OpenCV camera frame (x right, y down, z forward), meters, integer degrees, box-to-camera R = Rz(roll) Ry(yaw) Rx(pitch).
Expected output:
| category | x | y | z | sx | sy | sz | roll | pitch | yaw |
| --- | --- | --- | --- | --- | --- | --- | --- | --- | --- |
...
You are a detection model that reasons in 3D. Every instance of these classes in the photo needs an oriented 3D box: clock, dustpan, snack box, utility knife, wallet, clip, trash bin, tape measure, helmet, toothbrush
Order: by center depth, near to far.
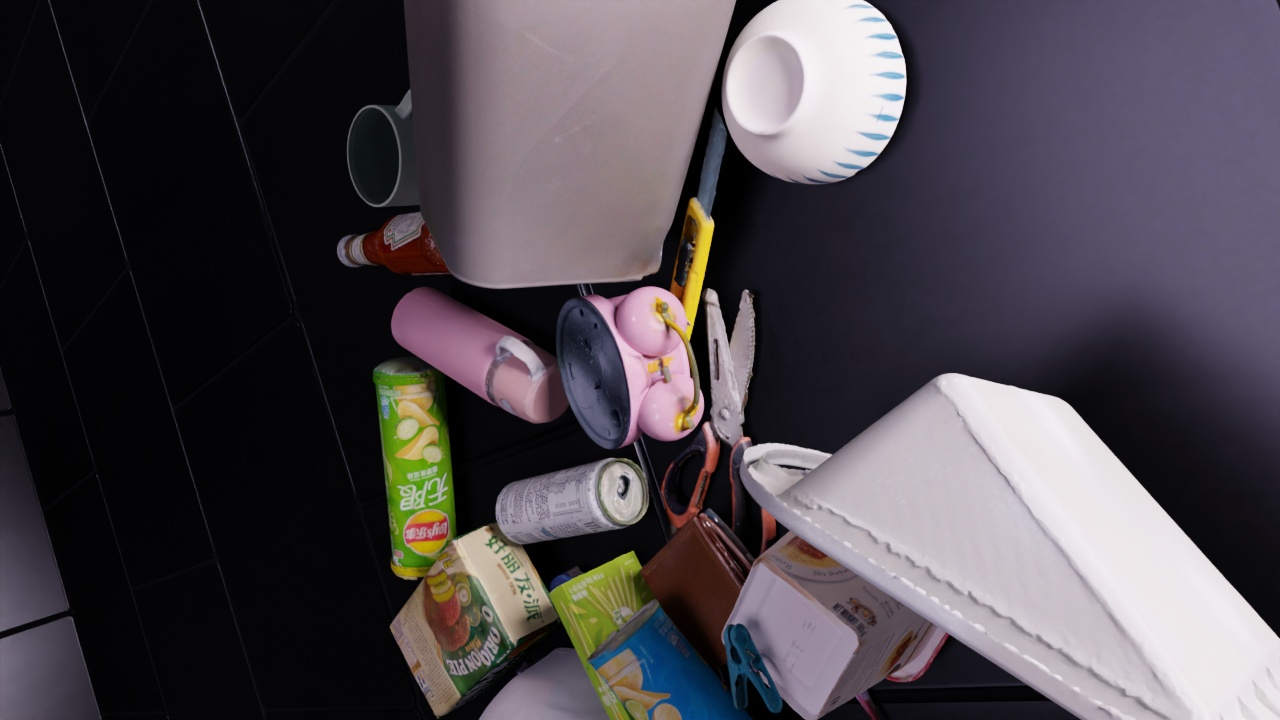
| category | x | y | z | sx | sy | sz | roll | pitch | yaw |
| --- | --- | --- | --- | --- | --- | --- | --- | --- | --- |
| dustpan | 0.177 | 0.108 | 0.455 | 0.143 | 0.222 | 0.257 | -45 | 58 | 28 |
| clip | 0.063 | 0.182 | 0.543 | 0.034 | 0.013 | 0.055 | -14 | 94 | 44 |
| trash bin | -0.060 | -0.182 | 0.611 | 0.198 | 0.198 | 0.220 | -125 | 37 | -49 |
| toothbrush | 0.144 | 0.220 | 0.648 | 0.187 | 0.016 | 0.017 | 60 | 142 | 14 |
| utility knife | 0.034 | -0.073 | 0.650 | 0.033 | 0.015 | 0.219 | 48 | 141 | 39 |
| clock | -0.004 | 0.004 | 0.678 | 0.159 | 0.059 | 0.117 | 1 | 104 | 63 |
| wallet | 0.052 | 0.178 | 0.701 | 0.101 | 0.032 | 0.125 | 54 | 142 | 16 |
| snack box | -0.005 | 0.241 | 0.746 | 0.026 | 0.085 | 0.156 | -41 | 71 | 41 |
| helmet | -0.073 | 0.382 | 0.803 | 0.259 | 0.145 | 0.229 | -35 | 76 | 43 |
| tape measure | -0.057 | 0.216 | 0.831 | 0.054 | 0.025 | 0.058 | 37 | 127 | 33 |
| snack box | -0.170 | 0.260 | 0.906 | 0.114 | 0.063 | 0.241 | 56 | 138 | 17 |

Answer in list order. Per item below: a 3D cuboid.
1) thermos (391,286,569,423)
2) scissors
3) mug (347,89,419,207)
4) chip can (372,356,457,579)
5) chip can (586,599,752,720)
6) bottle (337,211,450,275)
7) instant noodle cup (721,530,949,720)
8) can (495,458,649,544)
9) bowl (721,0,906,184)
| category | x | y | z | sx | sy | sz | roll | pitch | yaw |
| --- | --- | --- | --- | --- | --- | --- | --- | --- | --- |
| thermos | -0.146 | -0.012 | 0.822 | 0.199 | 0.067 | 0.087 | 27 | 154 | 38 |
| scissors | 0.057 | 0.058 | 0.689 | 0.214 | 0.015 | 0.197 | -46 | 68 | 41 |
| mug | -0.181 | -0.188 | 0.791 | 0.082 | 0.106 | 0.112 | 49 | 129 | 25 |
| chip can | -0.226 | 0.106 | 0.932 | 0.073 | 0.072 | 0.221 | 10 | 107 | 42 |
| chip can | 0.053 | 0.282 | 0.679 | 0.210 | 0.071 | 0.071 | 50 | 131 | 6 |
| bottle | -0.234 | -0.111 | 0.896 | 0.206 | 0.059 | 0.060 | 3 | 102 | 46 |
| instant noodle cup | 0.124 | 0.150 | 0.573 | 0.116 | 0.124 | 0.117 | 38 | 124 | 31 |
| can | -0.061 | 0.122 | 0.789 | 0.147 | 0.058 | 0.058 | -20 | 87 | 44 |
| bowl | 0.095 | -0.166 | 0.562 | 0.117 | 0.066 | 0.116 | 12 | 108 | 41 |
